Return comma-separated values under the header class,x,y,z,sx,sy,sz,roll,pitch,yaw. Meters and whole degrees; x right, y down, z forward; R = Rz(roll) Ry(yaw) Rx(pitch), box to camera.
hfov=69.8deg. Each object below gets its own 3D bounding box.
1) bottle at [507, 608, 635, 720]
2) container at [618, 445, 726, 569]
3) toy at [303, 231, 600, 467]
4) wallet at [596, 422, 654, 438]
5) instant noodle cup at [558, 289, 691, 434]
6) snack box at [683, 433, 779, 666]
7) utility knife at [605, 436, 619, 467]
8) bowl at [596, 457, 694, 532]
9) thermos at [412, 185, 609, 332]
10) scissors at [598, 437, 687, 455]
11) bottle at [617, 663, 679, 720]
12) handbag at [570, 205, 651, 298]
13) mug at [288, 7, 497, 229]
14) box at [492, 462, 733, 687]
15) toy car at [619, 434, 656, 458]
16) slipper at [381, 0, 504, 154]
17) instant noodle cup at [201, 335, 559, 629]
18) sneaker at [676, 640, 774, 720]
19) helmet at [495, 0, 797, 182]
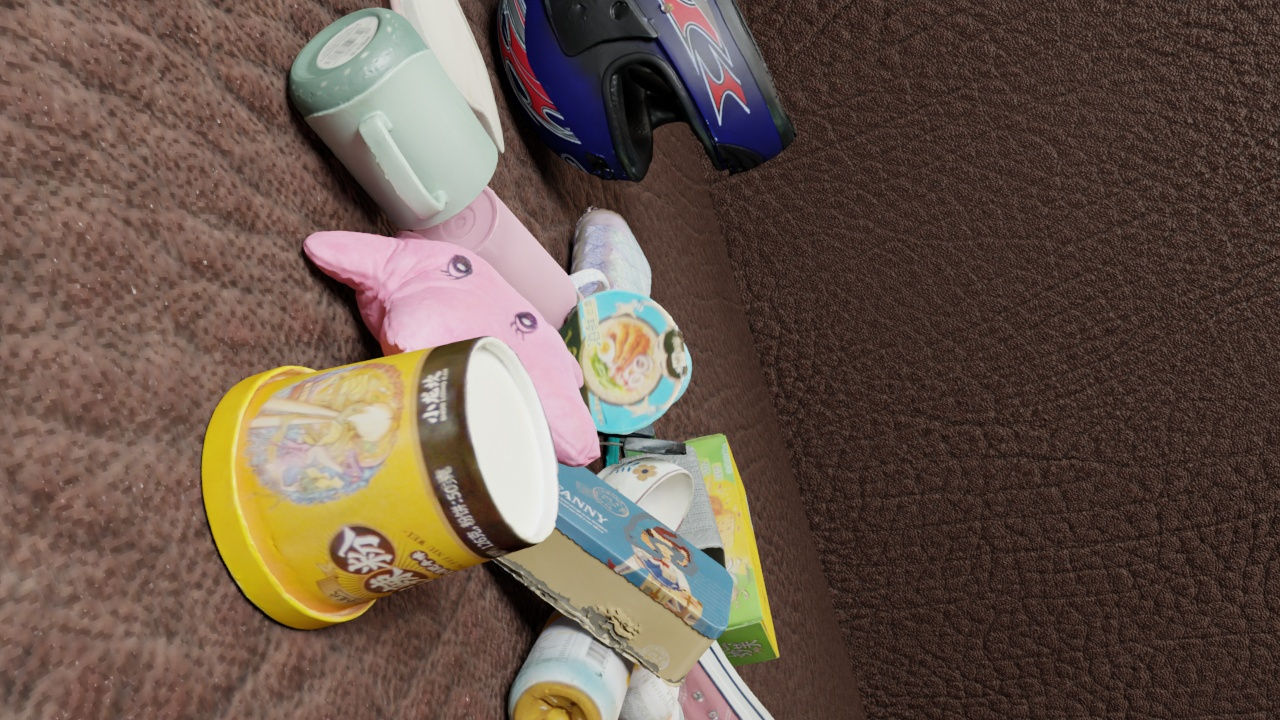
class,x,y,z,sx,sy,sz,roll,pitch,yaw
bottle,-0.035,0.196,0.631,0.189,0.068,0.068,-51,123,-75
container,0.027,0.153,0.892,0.090,0.090,0.114,78,0,-56
toy,-0.096,-0.010,0.516,0.194,0.075,0.178,40,12,0
wallet,-0.040,0.020,0.825,0.120,0.019,0.097,11,60,-40
instant noodle cup,-0.004,0.004,0.760,0.120,0.111,0.111,14,60,-76
snack box,0.089,0.208,0.994,0.158,0.070,0.209,66,13,-56
utility knife,-0.026,0.062,0.967,0.216,0.013,0.029,-89,164,-54
bowl,-0.012,0.128,0.790,0.062,0.113,0.113,31,-8,27
thermos,-0.087,-0.067,0.702,0.067,0.087,0.198,58,6,27
scissors,-0.034,0.066,0.732,0.181,0.159,0.014,152,-58,-78
bottle,0.001,0.258,0.718,0.063,0.063,0.108,-79,150,-64
handbag,-0.029,-0.059,0.968,0.193,0.076,0.134,-92,161,-50
mug,-0.143,-0.134,0.533,0.106,0.082,0.111,57,10,-46
box,-0.027,0.127,0.605,0.184,0.060,0.089,37,15,-3
toy car,0.001,0.105,0.985,0.043,0.036,0.091,47,33,-66
slipper,-0.150,-0.213,0.680,0.274,0.054,0.114,1,76,-89
instant noodle cup,-0.106,0.048,0.407,0.118,0.114,0.118,-15,89,-78
sneaker,0.061,0.329,0.836,0.241,0.087,0.118,56,-23,9
helmet,-0.014,-0.303,0.938,0.315,0.241,0.247,63,12,6
